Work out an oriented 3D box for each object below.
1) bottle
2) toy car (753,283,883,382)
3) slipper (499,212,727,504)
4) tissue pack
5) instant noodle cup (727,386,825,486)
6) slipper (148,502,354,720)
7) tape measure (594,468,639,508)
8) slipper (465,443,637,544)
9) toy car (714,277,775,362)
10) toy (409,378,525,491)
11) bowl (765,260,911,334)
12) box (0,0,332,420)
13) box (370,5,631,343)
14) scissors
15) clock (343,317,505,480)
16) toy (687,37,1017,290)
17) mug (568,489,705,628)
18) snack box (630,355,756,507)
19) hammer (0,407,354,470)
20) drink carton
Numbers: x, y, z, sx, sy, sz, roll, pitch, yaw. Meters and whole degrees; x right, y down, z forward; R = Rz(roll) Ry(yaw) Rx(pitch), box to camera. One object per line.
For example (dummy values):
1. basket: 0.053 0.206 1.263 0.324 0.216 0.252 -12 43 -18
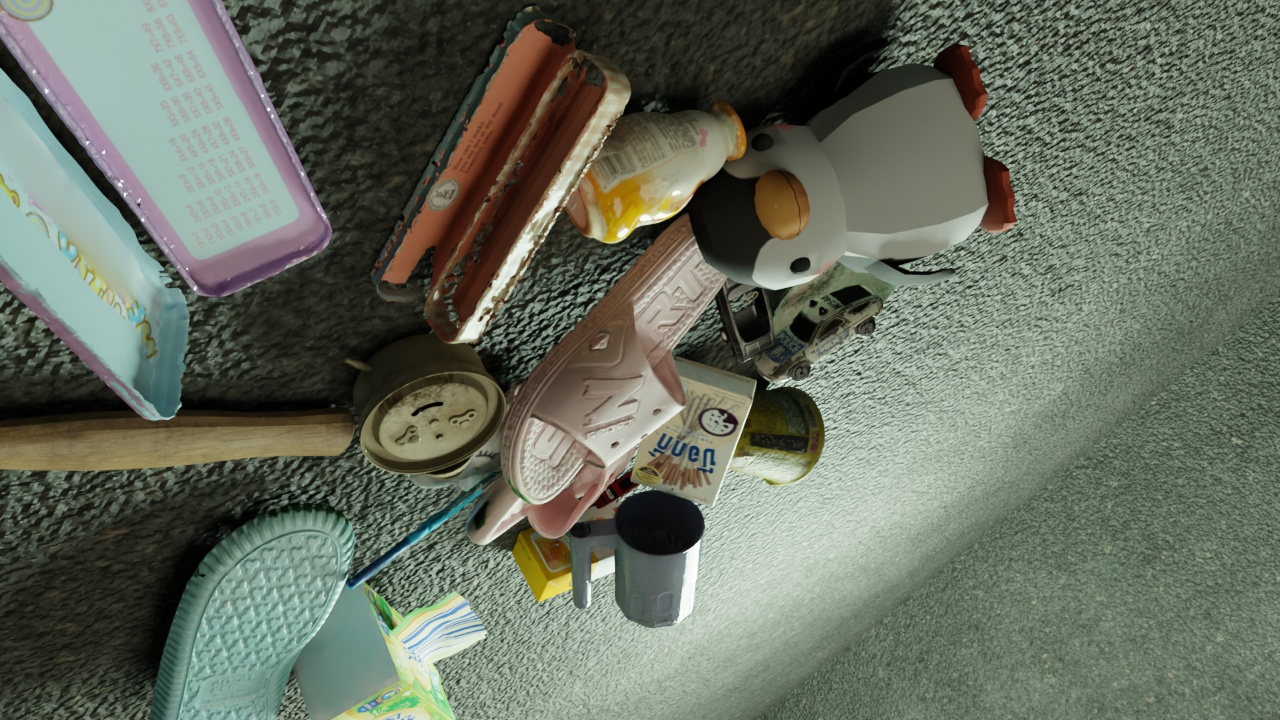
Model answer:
1. bottle: 0.007 -0.113 0.527 0.108 0.063 0.063 -27 151 -16
2. toy car: 0.140 -0.024 0.735 0.113 0.048 0.040 -35 120 0
3. slipper: -0.004 0.004 0.627 0.239 0.064 0.094 -52 145 -5
4. tissue pack: -0.210 0.265 0.823 0.141 0.120 0.198 -27 157 -12
5. instant noodle cup: 0.106 0.071 0.885 0.108 0.102 0.102 9 130 -41
6. slipper: -0.299 0.207 0.678 0.115 0.069 0.277 5 118 -45
7. tape measure: -0.017 0.121 0.877 0.051 0.019 0.059 -31 175 -22
8. slipper: -0.062 0.100 0.748 0.107 0.055 0.221 -50 165 21
9. toy car: 0.080 -0.043 0.706 0.040 0.037 0.092 -26 118 -14
10. toy: -0.113 0.061 0.687 0.126 0.037 0.075 -44 154 25
11. bowl: 0.159 -0.068 0.778 0.157 0.038 0.158 -26 150 -16
12. box: -0.204 -0.080 0.352 0.214 0.062 0.139 87 28 -58
13. box: -0.076 -0.088 0.484 0.076 0.054 0.188 24 120 -21
14. scissors: -0.161 0.126 0.671 0.141 0.013 0.112 -35 180 33
15. clock: -0.138 0.036 0.605 0.093 0.054 0.141 -21 143 -14
16. toy: 0.119 -0.110 0.602 0.184 0.159 0.140 -19 -174 -8
17. mug: -0.004 0.189 0.858 0.124 0.083 0.104 -6 127 -10
18. snack box: 0.043 0.065 0.804 0.026 0.082 0.150 -68 174 -46
19. hammer: -0.288 0.038 0.473 0.304 0.040 0.133 2 138 -49
20. drink carton: -0.058 0.185 0.911 0.122 0.058 0.040 -14 145 -33
